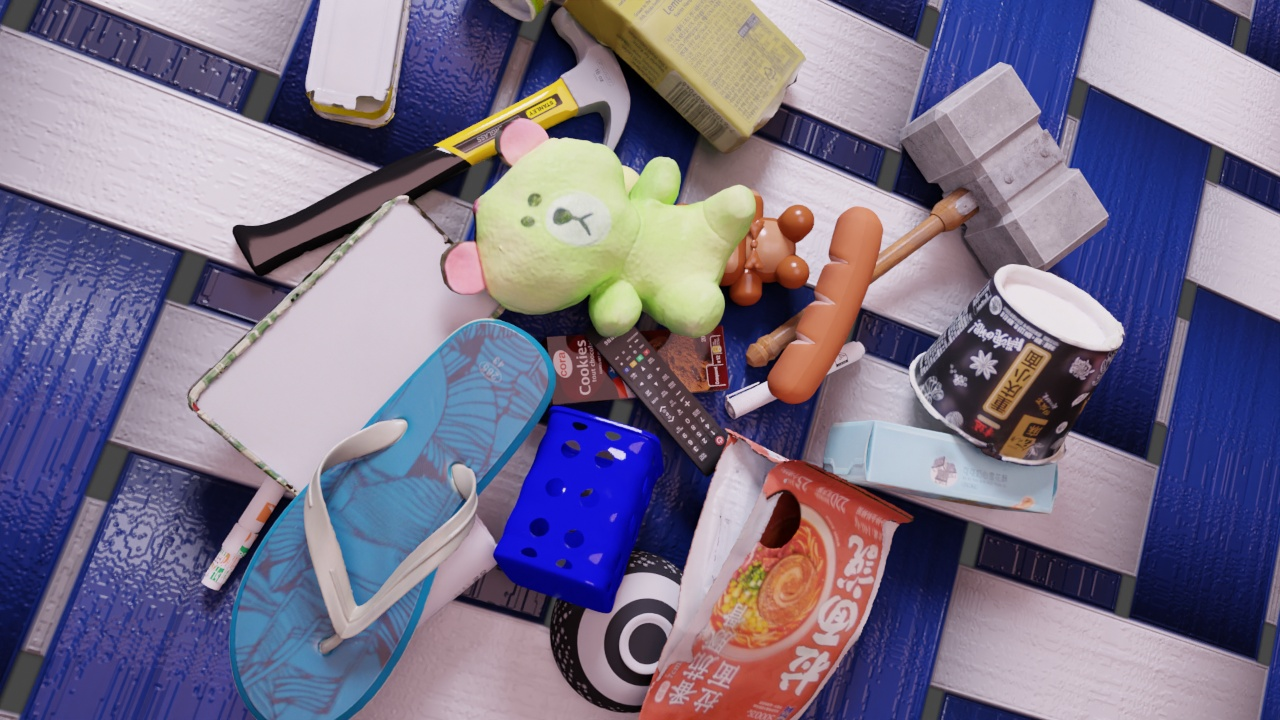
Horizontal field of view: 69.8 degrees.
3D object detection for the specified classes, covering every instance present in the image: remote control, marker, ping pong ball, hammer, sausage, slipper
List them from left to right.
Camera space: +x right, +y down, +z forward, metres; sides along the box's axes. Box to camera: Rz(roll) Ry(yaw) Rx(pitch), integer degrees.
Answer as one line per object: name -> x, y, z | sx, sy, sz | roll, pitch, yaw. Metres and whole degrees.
marker -> -0.262, 0.094, 0.650 | 0.017, 0.017, 0.145 | 32, 77, -10
slipper -> -0.161, 0.094, 0.580 | 0.118, 0.060, 0.294 | 32, 77, 8
hammer -> -0.150, -0.153, 0.700 | 0.323, 0.029, 0.127 | -31, 93, -15
ping pong ball -> -0.017, -0.134, 0.725 | 0.040, 0.040, 0.040 | 2, 84, -15
remote control -> 0.016, 0.025, 0.696 | 0.033, 0.015, 0.147 | -42, 96, -15
marker -> 0.129, 0.013, 0.762 | 0.133, 0.017, 0.020 | -24, 89, -16
sausage -> 0.148, -0.042, 0.720 | 0.044, 0.039, 0.164 | 23, 92, -4
hammer -> 0.216, -0.090, 0.772 | 0.317, 0.083, 0.162 | -36, 94, -8

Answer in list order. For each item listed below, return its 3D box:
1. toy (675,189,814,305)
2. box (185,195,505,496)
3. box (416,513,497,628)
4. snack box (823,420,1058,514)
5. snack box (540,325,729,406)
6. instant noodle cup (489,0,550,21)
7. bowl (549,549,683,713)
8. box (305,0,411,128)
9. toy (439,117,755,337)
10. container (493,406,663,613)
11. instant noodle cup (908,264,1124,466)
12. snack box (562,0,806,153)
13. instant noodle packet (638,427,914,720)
toy -> 0.070, -0.092, 0.734 | 0.127, 0.065, 0.095 | 2, 89, -10
box -> -0.200, -0.010, 0.641 | 0.117, 0.051, 0.205 | 45, 71, -20
box -> -0.150, 0.106, 0.648 | 0.155, 0.084, 0.126 | -35, 87, -17
snack box -> 0.246, 0.088, 0.756 | 0.174, 0.075, 0.053 | 11, 81, -14
snack box -> -0.004, 0.004, 0.719 | 0.140, 0.032, 0.051 | -4, 86, -15
instant noodle cup -> -0.080, -0.327, 0.705 | 0.099, 0.099, 0.108 | 36, 85, -9
bowl -> -0.003, 0.204, 0.682 | 0.120, 0.066, 0.120 | 2, 84, -15
box -> -0.206, -0.282, 0.697 | 0.064, 0.037, 0.209 | 8, 83, -9
toy -> -0.027, -0.087, 0.666 | 0.197, 0.107, 0.150 | 18, 80, 2
container -> -0.042, 0.107, 0.649 | 0.085, 0.084, 0.113 | 15, 64, 13
instant noodle cup -> 0.302, -0.003, 0.729 | 0.137, 0.112, 0.137 | 13, 37, -10
snack box -> 0.041, -0.263, 0.742 | 0.181, 0.045, 0.121 | 41, 60, -11
instant noodle packet -> 0.091, 0.183, 0.686 | 0.164, 0.084, 0.221 | 29, 85, -40
